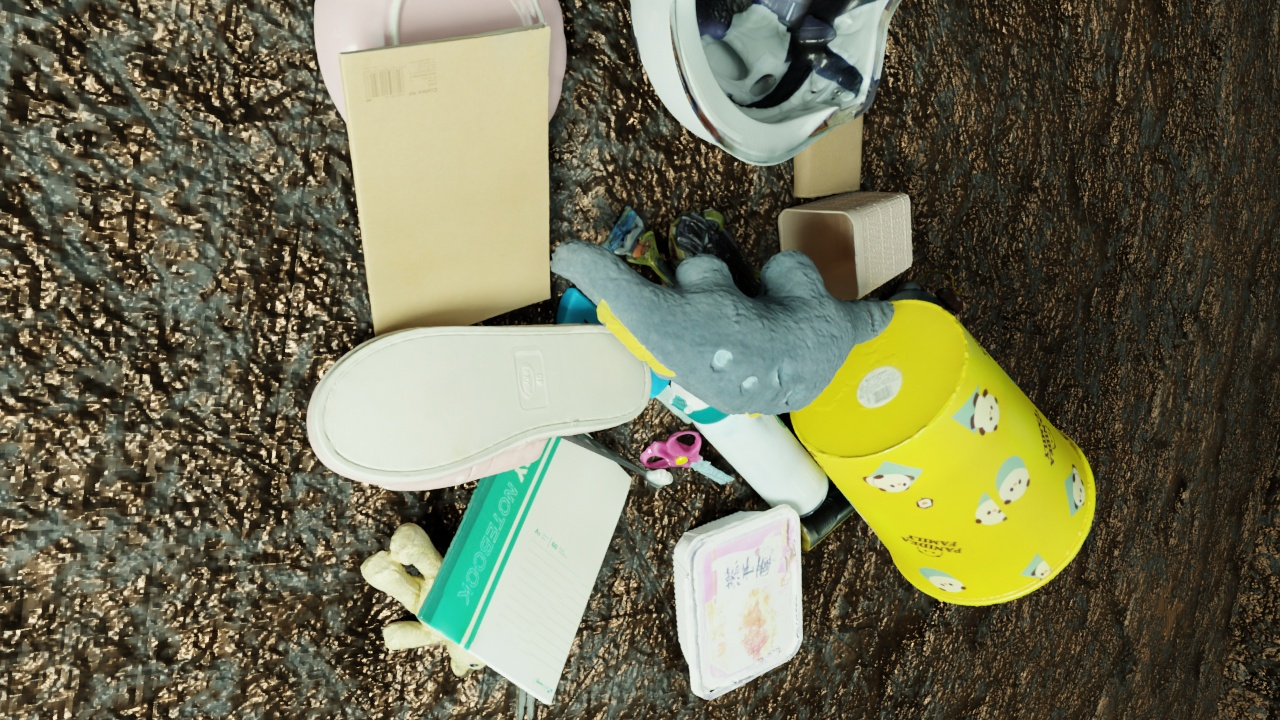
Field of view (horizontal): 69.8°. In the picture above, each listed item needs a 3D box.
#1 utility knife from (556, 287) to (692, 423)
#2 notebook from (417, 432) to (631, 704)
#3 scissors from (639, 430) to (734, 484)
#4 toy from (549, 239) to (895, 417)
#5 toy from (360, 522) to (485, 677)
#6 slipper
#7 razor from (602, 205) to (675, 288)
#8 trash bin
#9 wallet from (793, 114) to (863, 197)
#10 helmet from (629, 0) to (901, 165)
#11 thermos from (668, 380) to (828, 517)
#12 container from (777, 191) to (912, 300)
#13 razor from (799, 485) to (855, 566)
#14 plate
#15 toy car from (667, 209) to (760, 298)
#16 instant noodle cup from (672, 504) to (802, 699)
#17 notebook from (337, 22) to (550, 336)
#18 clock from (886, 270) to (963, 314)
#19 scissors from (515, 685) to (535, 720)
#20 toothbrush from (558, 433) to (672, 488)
[{"bbox_3d":[-0.005,0.005,0.805,0.202,0.018,0.034,41,72,-40],"label":"utility knife"},{"bbox_3d":[-0.082,0.141,0.728,0.150,0.012,0.208,49,48,-36],"label":"notebook"},{"bbox_3d":[0.056,0.095,0.867,0.064,0.017,0.135,-36,141,22],"label":"scissors"},{"bbox_3d":[0.094,-0.022,0.760,0.355,0.092,0.137,3,68,-32],"label":"toy"},{"bbox_3d":[-0.148,0.180,0.689,0.105,0.066,0.157,-45,132,-17],"label":"toy"},{"bbox_3d":[-0.111,0.027,0.679,0.273,0.055,0.114,-11,86,-36],"label":"slipper"},{"bbox_3d":[0.023,-0.074,0.807,0.142,0.022,0.042,44,73,-39],"label":"razor"},{"bbox_3d":[0.295,0.086,0.925,0.255,0.230,0.229,43,72,-33],"label":"trash bin"},{"bbox_3d":[0.186,-0.223,0.906,0.090,0.033,0.115,-16,111,-35],"label":"wallet"},{"bbox_3d":[0.084,-0.289,0.725,0.229,0.146,0.258,25,92,-40],"label":"helmet"},{"bbox_3d":[0.106,0.070,0.875,0.073,0.073,0.224,-57,132,-16],"label":"thermos"},{"bbox_3d":[0.208,-0.118,0.914,0.110,0.090,0.090,-25,116,-38],"label":"container"},{"bbox_3d":[0.189,0.175,0.996,0.167,0.062,0.068,-23,145,-41],"label":"razor"},{"bbox_3d":[-0.124,-0.219,0.633,0.192,0.039,0.192,-11,107,-39],"label":"plate"},{"bbox_3d":[0.077,-0.072,0.832,0.158,0.042,0.070,44,45,-36],"label":"toy car"},{"bbox_3d":[0.089,0.229,0.904,0.137,0.060,0.173,-14,108,-30],"label":"instant noodle cup"},{"bbox_3d":[-0.125,-0.116,0.636,0.149,0.012,0.212,-23,131,-34],"label":"notebook"},{"bbox_3d":[0.312,-0.045,1.023,0.055,0.082,0.122,22,86,-46],"label":"clock"},{"bbox_3d":[-0.082,0.200,0.742,0.142,0.014,0.173,-32,104,-54],"label":"scissors"},{"bbox_3d":[-0.030,0.077,0.784,0.181,0.018,0.015,32,51,-44],"label":"toothbrush"}]
